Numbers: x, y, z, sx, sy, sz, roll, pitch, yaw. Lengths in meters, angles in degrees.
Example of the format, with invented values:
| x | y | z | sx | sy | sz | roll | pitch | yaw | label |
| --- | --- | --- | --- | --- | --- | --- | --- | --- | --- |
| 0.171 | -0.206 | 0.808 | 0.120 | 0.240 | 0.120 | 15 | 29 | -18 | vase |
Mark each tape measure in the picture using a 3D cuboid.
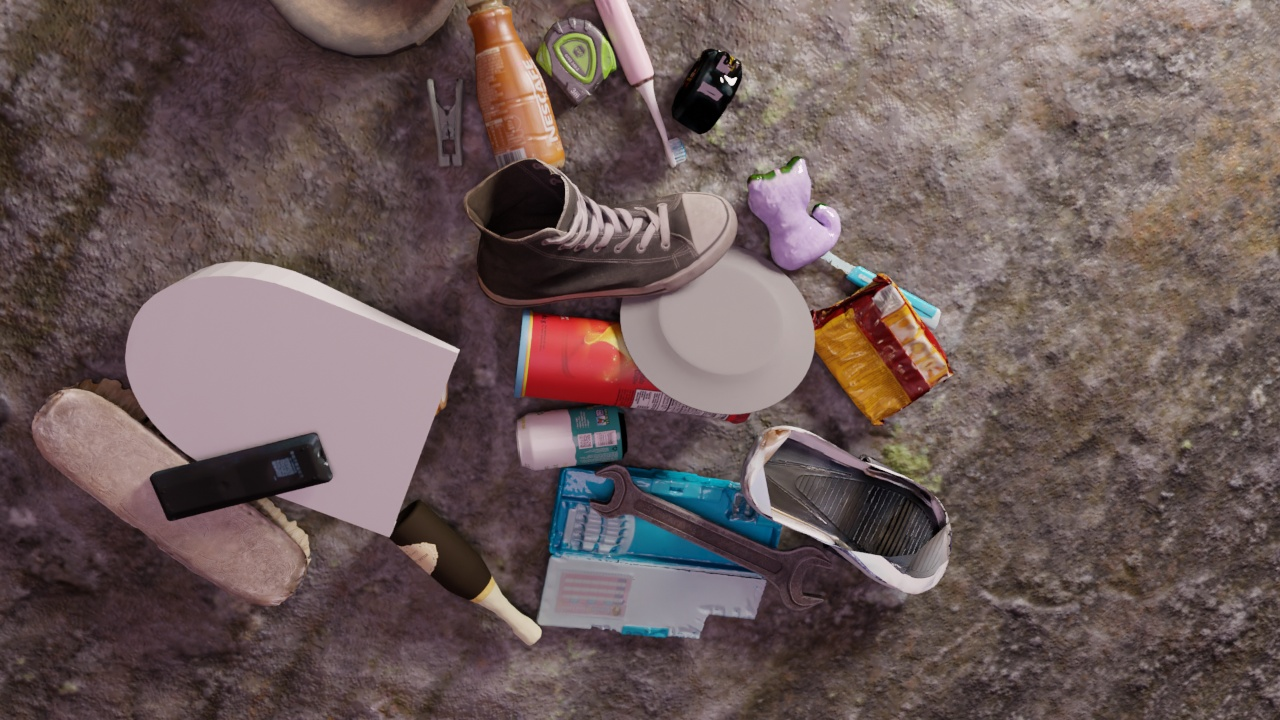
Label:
| x | y | z | sx | sy | sz | roll | pitch | yaw | label |
| --- | --- | --- | --- | --- | --- | --- | --- | --- | --- |
| 0.059 | -0.235 | 0.798 | 0.042 | 0.071 | 0.072 | 30 | 104 | -17 | tape measure |
| -0.055 | -0.263 | 0.794 | 0.059 | 0.035 | 0.065 | -37 | 109 | 12 | tape measure |

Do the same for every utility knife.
| x | y | z | sx | sy | sz | roll | pitch | yaw | label |
| --- | --- | --- | --- | --- | --- | --- | --- | --- | --- |
| 0.231 | -0.069 | 0.891 | 0.141 | 0.015 | 0.022 | 26 | 96 | -10 | utility knife |

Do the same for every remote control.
| x | y | z | sx | sy | sz | roll | pitch | yaw | label |
| --- | --- | --- | --- | --- | --- | --- | --- | --- | --- |
| -0.343 | 0.102 | 0.786 | 0.150 | 0.022 | 0.047 | -15 | 105 | 3 | remote control |

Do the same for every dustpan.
| x | y | z | sx | sy | sz | roll | pitch | yaw | label |
| --- | --- | --- | --- | --- | --- | --- | --- | --- | --- |
| -0.306 | 0.019 | 0.801 | 0.257 | 0.053 | 0.192 | 22 | 110 | -6 | dustpan |

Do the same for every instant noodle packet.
| x | y | z | sx | sy | sz | roll | pitch | yaw | label |
| --- | --- | --- | --- | --- | --- | --- | --- | --- | --- |
| 0.230 | -0.011 | 0.887 | 0.099 | 0.039 | 0.135 | -36 | 106 | 13 | instant noodle packet |

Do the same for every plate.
| x | y | z | sx | sy | sz | roll | pitch | yaw | label |
| --- | --- | --- | --- | --- | --- | --- | --- | --- | --- |
| 0.071 | -0.035 | 0.819 | 0.178 | 0.012 | 0.178 | 4 | 62 | -8 | plate |

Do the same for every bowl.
| x | y | z | sx | sy | sz | roll | pitch | yaw | label |
| --- | --- | --- | --- | --- | --- | --- | --- | --- | --- |
| -0.222 | -0.325 | 0.737 | 0.162 | 0.070 | 0.162 | -2 | 104 | -7 | bowl |

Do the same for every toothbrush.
| x | y | z | sx | sy | sz | roll | pitch | yaw | label |
| --- | --- | --- | --- | --- | --- | --- | --- | --- | --- |
| -0.010 | -0.274 | 0.802 | 0.026 | 0.027 | 0.222 | -24 | 106 | 1 | toothbrush |

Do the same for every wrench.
| x | y | z | sx | sy | sz | roll | pitch | yaw | label |
| --- | --- | --- | --- | --- | --- | --- | --- | --- | --- |
| 0.071 | 0.173 | 0.894 | 0.273 | 0.010 | 0.070 | 27 | 102 | -14 | wrench |

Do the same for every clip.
| x | y | z | sx | sy | sz | roll | pitch | yaw | label |
| --- | --- | --- | --- | --- | --- | --- | --- | --- | --- |
| -0.168 | -0.207 | 0.799 | 0.037 | 0.023 | 0.075 | -3 | 106 | -8 | clip |

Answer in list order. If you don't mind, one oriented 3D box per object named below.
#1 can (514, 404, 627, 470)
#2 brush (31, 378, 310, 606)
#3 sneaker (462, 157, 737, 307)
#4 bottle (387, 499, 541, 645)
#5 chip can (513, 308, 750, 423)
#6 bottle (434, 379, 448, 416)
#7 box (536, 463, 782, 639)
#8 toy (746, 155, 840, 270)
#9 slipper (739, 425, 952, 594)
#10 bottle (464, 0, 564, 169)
| x | y | z | sx | sy | sz | roll | pitch | yaw | label |
| --- | --- | --- | --- | --- | --- | --- | --- | --- | --- |
| -0.065 | 0.072 | 0.865 | 0.101 | 0.055 | 0.055 | -7 | 105 | -6 | can |
| -0.418 | 0.122 | 0.830 | 0.271 | 0.056 | 0.083 | 43 | 91 | -16 | brush |
| -0.030 | -0.117 | 0.779 | 0.235 | 0.120 | 0.095 | -6 | 66 | -2 | sneaker |
| -0.165 | 0.213 | 0.892 | 0.045 | 0.045 | 0.184 | -42 | 105 | 4 | bottle |
| -0.005 | 0.005 | 0.841 | 0.213 | 0.087 | 0.087 | 6 | 103 | -8 | chip can |
| -0.230 | 0.021 | 0.827 | 0.109 | 0.063 | 0.063 | 3 | 103 | -3 | bottle |
| 0.019 | 0.200 | 0.917 | 0.226 | 0.039 | 0.182 | 9 | 104 | -9 | box |
| 0.144 | -0.137 | 0.852 | 0.080 | 0.036 | 0.100 | -27 | 110 | -11 | toy |
| 0.205 | 0.144 | 0.911 | 0.263 | 0.063 | 0.111 | 27 | 87 | -23 | slipper |
| -0.113 | -0.239 | 0.779 | 0.059 | 0.059 | 0.167 | -16 | 104 | -3 | bottle |
